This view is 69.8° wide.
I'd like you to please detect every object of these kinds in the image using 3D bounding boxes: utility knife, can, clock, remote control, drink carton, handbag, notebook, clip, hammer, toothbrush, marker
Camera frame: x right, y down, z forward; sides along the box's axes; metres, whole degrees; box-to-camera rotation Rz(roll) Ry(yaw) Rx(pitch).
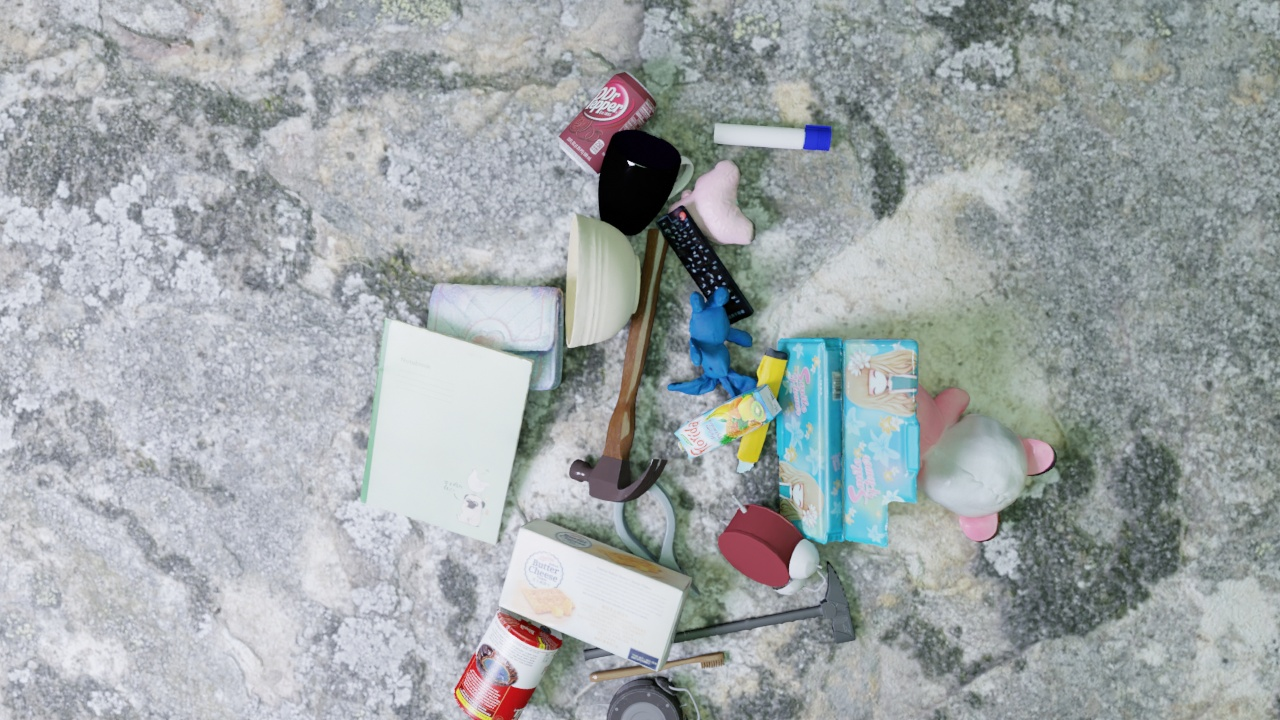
[{"bbox_3d":[0.138,0.061,1.066,0.030,0.017,0.163,14,108,2],"label":"utility knife"},{"bbox_3d":[-0.157,0.362,1.091,0.086,0.086,0.116,29,95,3],"label":"can"},{"bbox_3d":[0.011,0.426,1.100,0.123,0.043,0.091,-23,89,5],"label":"clock"},{"bbox_3d":[0.077,-0.110,1.060,0.047,0.022,0.150,-23,107,46],"label":"remote control"},{"bbox_3d":[0.099,0.072,1.057,0.129,0.038,0.044,-30,90,31],"label":"drink carton"},{"bbox_3d":[-0.038,-0.273,1.061,0.063,0.063,0.114,44,96,2],"label":"can"},{"bbox_3d":[0.149,0.218,1.048,0.137,0.096,0.048,32,57,12],"label":"clock"},{"bbox_3d":[-0.173,-0.028,1.086,0.159,0.069,0.126,2,91,8],"label":"handbag"},{"bbox_3d":[-0.234,0.088,1.086,0.182,0.010,0.253,17,113,5],"label":"notebook"},{"bbox_3d":[-0.001,0.221,1.101,0.108,0.028,0.163,-20,90,8],"label":"clip"},{"bbox_3d":[0.087,0.318,1.102,0.325,0.015,0.095,-13,92,7],"label":"hammer"},{"bbox_3d":[-0.006,0.006,1.076,0.115,0.033,0.323,10,89,33],"label":"hammer"},{"bbox_3d":[0.020,0.373,1.110,0.167,0.016,0.016,-10,86,6],"label":"toothbrush"},{"bbox_3d":[0.152,-0.261,1.064,0.133,0.023,0.027,5,72,5],"label":"marker"}]

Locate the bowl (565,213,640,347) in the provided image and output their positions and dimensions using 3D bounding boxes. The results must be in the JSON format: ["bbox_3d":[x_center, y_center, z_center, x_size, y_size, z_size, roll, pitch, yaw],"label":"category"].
[{"bbox_3d":[-0.042,-0.088,1.036,0.075,0.151,0.151,2,93,-8],"label":"bowl"}]

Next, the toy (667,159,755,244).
[{"bbox_3d":[0.079,-0.173,1.061,0.096,0.052,0.099,-14,95,23],"label":"toy"}]

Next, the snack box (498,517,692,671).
[{"bbox_3d":[-0.053,0.270,1.073,0.208,0.057,0.104,18,100,13],"label":"snack box"}]

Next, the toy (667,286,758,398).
[{"bbox_3d":[0.079,-0.013,1.050,0.113,0.071,0.176,-14,126,-1],"label":"toy"}]

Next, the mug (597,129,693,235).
[{"bbox_3d":[0.006,-0.200,1.054,0.085,0.118,0.100,53,138,32],"label":"mug"}]

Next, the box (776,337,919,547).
[{"bbox_3d":[0.219,0.088,1.007,0.056,0.185,0.227,-3,93,-36],"label":"box"}]

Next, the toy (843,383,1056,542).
[{"bbox_3d":[0.339,0.101,1.032,0.213,0.084,0.142,35,96,6],"label":"toy"}]
